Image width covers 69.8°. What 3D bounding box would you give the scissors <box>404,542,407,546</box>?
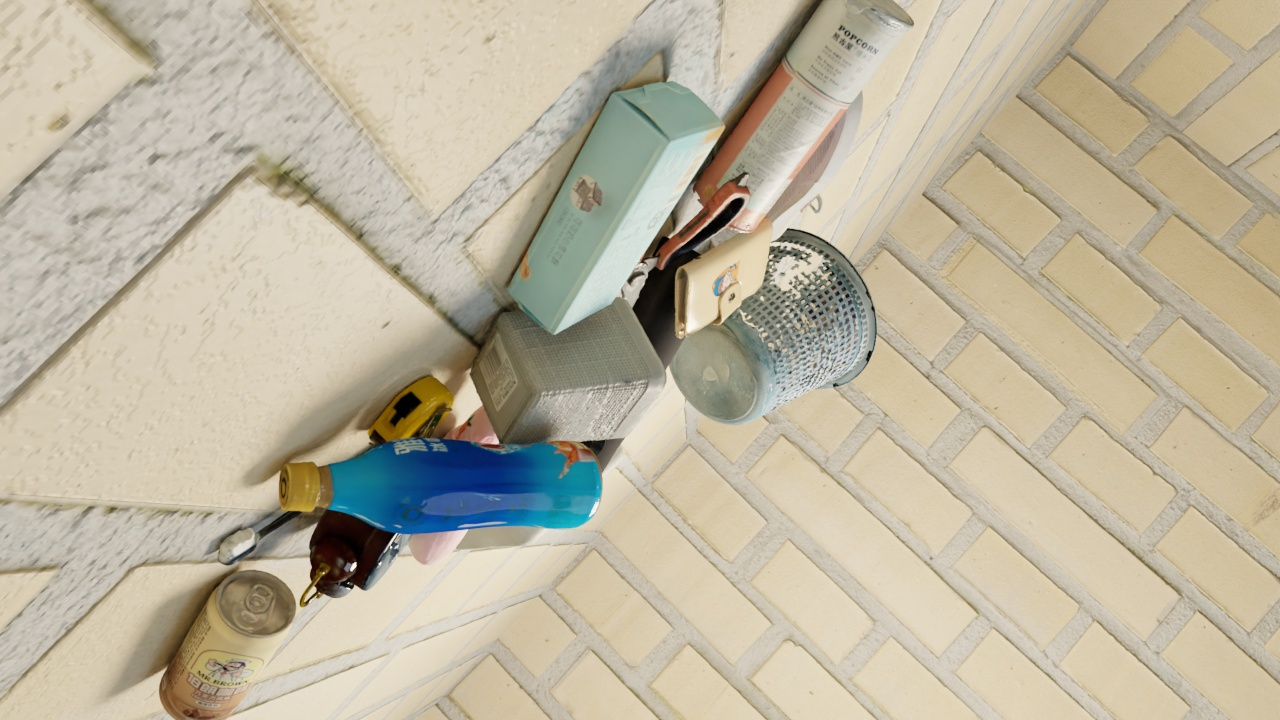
[{"bbox_3d":[-0.221,0.141,0.850,0.180,0.014,0.160,-31,159,-51],"label":"scissors"}]

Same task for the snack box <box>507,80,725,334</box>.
[{"bbox_3d":[-0.020,-0.100,0.614,0.074,0.051,0.175,-32,162,-52],"label":"snack box"}]

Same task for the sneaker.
[{"bbox_3d":[0.156,-0.187,0.889,0.090,0.089,0.243,-22,162,-32],"label":"sneaker"}]

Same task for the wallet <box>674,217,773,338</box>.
[{"bbox_3d":[0.076,-0.072,0.840,0.114,0.024,0.087,-34,144,-33],"label":"wallet"}]

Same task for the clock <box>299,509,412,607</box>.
[{"bbox_3d":[-0.207,0.131,0.674,0.121,0.055,0.082,-57,179,-33],"label":"clock"}]

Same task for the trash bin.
[{"bbox_3d":[0.147,-0.027,1.140,0.194,0.226,0.227,-32,163,-39],"label":"trash bin"}]

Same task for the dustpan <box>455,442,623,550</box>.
[{"bbox_3d":[-0.140,0.109,1.065,0.222,0.142,0.258,-41,-162,-31],"label":"dustpan"}]

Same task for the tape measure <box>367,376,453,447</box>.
[{"bbox_3d":[-0.158,0.040,0.655,0.057,0.029,0.060,-49,170,9],"label":"tape measure"}]

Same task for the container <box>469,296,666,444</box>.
[{"bbox_3d":[-0.059,0.012,0.706,0.114,0.090,0.090,-7,146,-37],"label":"container"}]

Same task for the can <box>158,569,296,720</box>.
[{"bbox_3d":[-0.293,0.205,0.651,0.116,0.058,0.058,-52,169,26],"label":"can"}]

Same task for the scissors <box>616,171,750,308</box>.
[{"bbox_3d":[0.006,-0.086,0.776,0.189,0.015,0.227,-26,159,-9],"label":"scissors"}]

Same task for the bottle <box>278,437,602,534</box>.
[{"bbox_3d":[-0.130,0.085,0.624,0.218,0.065,0.065,5,135,-37],"label":"bottle"}]

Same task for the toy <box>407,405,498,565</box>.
[{"bbox_3d":[-0.150,0.097,0.754,0.160,0.054,0.121,-50,-155,38],"label":"toy"}]

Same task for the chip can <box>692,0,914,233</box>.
[{"bbox_3d":[0.128,-0.206,0.760,0.215,0.071,0.071,-53,168,34],"label":"chip can"}]

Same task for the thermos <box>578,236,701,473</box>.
[{"bbox_3d":[-0.005,0.005,0.883,0.243,0.068,0.090,-61,-164,12],"label":"thermos"}]

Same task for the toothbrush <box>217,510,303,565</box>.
[{"bbox_3d":[-0.213,0.085,0.642,0.180,0.015,0.018,-36,157,-44],"label":"toothbrush"}]
